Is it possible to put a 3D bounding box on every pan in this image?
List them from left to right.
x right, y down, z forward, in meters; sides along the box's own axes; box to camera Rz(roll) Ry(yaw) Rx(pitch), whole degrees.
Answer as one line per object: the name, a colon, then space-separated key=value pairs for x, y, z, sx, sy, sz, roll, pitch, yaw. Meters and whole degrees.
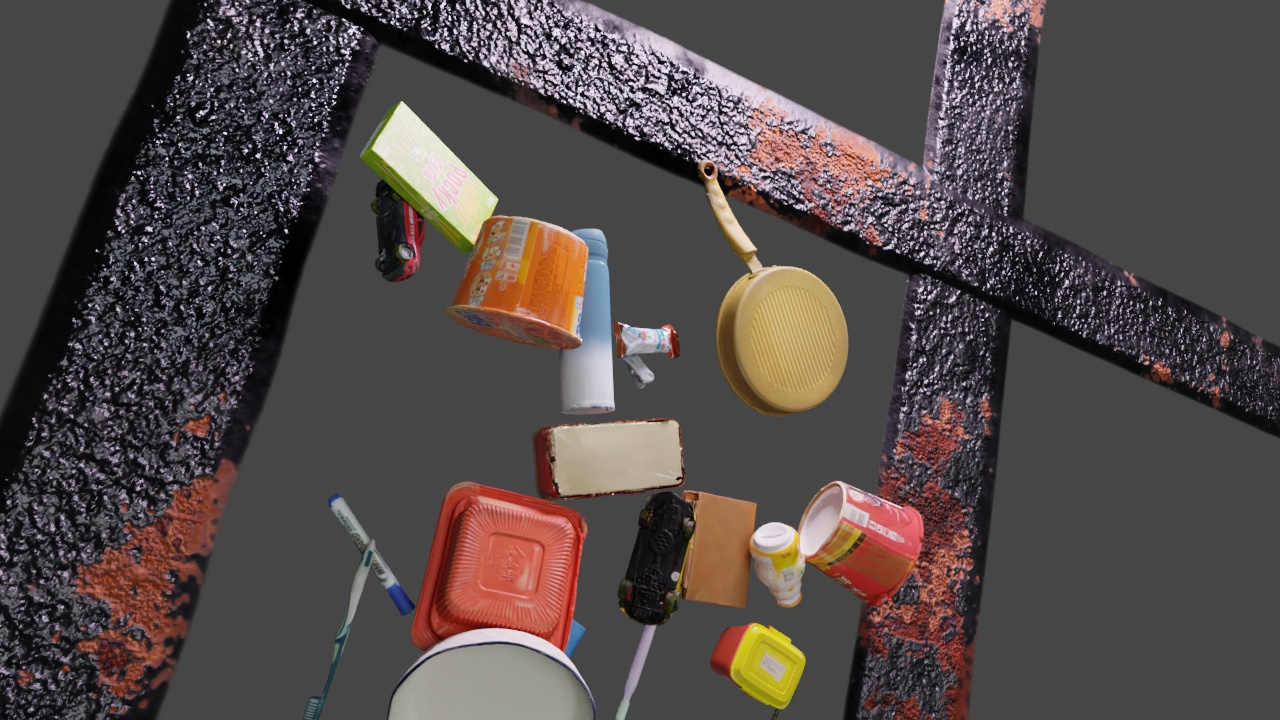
pan: x=0.155 y=-0.100 z=1.209 sx=0.197 sy=0.078 sz=0.357 roll=-22 pitch=97 yaw=-30

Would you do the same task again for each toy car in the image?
toy car: x=-0.264 y=-0.145 z=1.010 sx=0.045 sy=0.053 sz=0.120 roll=8 pitch=72 yaw=-45
toy car: x=0.023 y=0.232 z=1.075 sx=0.071 sy=0.041 sz=0.155 roll=11 pitch=76 yaw=13

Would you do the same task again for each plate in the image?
plate: x=-0.148 y=0.350 z=0.925 sx=0.205 sy=0.045 sz=0.205 roll=-2 pitch=116 yaw=-4

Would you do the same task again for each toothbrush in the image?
toothbrush: x=-0.303 y=0.274 z=0.927 sx=0.018 sy=0.016 sz=0.191 roll=18 pitch=80 yaw=-10
toothbrush: x=-0.003 y=0.361 z=1.063 sx=0.021 sy=0.029 sz=0.188 roll=13 pitch=70 yaw=16
toothbrush: x=0.148 y=0.476 z=1.115 sx=0.012 sy=0.017 sz=0.185 roll=39 pitch=67 yaw=-22

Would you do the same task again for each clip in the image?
clip: x=-0.006 y=0.006 z=1.125 sx=0.024 sy=0.028 sz=0.056 roll=-27 pitch=84 yaw=-32

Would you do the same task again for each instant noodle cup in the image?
instant noodle cup: x=-0.140 y=0.221 z=0.962 sx=0.164 sy=0.079 sz=0.188 roll=14 pitch=61 yaw=-11
instant noodle cup: x=-0.126 y=-0.085 z=1.004 sx=0.151 sy=0.152 sz=0.111 roll=16 pitch=80 yaw=-22
instant noodle cup: x=0.272 y=0.223 z=1.161 sx=0.108 sy=0.138 sz=0.137 roll=30 pitch=69 yaw=-9

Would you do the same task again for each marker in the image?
marker: x=-0.281 y=0.203 z=0.958 sx=0.016 sy=0.017 sz=0.146 roll=-34 pitch=96 yaw=-27

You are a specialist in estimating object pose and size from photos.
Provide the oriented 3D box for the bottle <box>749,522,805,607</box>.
bottle: x=0.172 y=0.255 z=1.133 sx=0.063 sy=0.063 sz=0.108 roll=-33 pitch=122 yaw=-27

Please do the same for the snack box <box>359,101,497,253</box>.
snack box: x=-0.229 y=-0.200 z=1.012 sx=0.156 sy=0.026 sz=0.085 roll=45 pitch=44 yaw=-32

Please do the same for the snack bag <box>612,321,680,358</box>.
snack bag: x=0.006 y=-0.024 z=1.124 sx=0.105 sy=0.026 sz=0.045 roll=0 pitch=84 yaw=-43

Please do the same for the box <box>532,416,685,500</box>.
box: x=-0.033 y=0.111 z=1.060 sx=0.168 sy=0.079 sz=0.091 roll=-2 pitch=82 yaw=-27

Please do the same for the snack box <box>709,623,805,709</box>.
snack box: x=0.137 y=0.360 z=1.096 sx=0.091 sy=0.080 sz=0.081 roll=36 pitch=68 yaw=-15

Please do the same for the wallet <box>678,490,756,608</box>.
wallet: x=0.091 y=0.232 z=1.125 sx=0.107 sy=0.031 sz=0.131 roll=14 pitch=75 yaw=-27

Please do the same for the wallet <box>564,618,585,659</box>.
wallet: x=-0.131 y=0.321 z=0.998 sx=0.106 sy=0.040 sz=0.132 roll=42 pitch=63 yaw=-17

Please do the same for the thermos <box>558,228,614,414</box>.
thermos: x=-0.065 y=-0.047 z=1.082 sx=0.070 sy=0.070 sz=0.220 roll=3 pitch=79 yaw=-25
